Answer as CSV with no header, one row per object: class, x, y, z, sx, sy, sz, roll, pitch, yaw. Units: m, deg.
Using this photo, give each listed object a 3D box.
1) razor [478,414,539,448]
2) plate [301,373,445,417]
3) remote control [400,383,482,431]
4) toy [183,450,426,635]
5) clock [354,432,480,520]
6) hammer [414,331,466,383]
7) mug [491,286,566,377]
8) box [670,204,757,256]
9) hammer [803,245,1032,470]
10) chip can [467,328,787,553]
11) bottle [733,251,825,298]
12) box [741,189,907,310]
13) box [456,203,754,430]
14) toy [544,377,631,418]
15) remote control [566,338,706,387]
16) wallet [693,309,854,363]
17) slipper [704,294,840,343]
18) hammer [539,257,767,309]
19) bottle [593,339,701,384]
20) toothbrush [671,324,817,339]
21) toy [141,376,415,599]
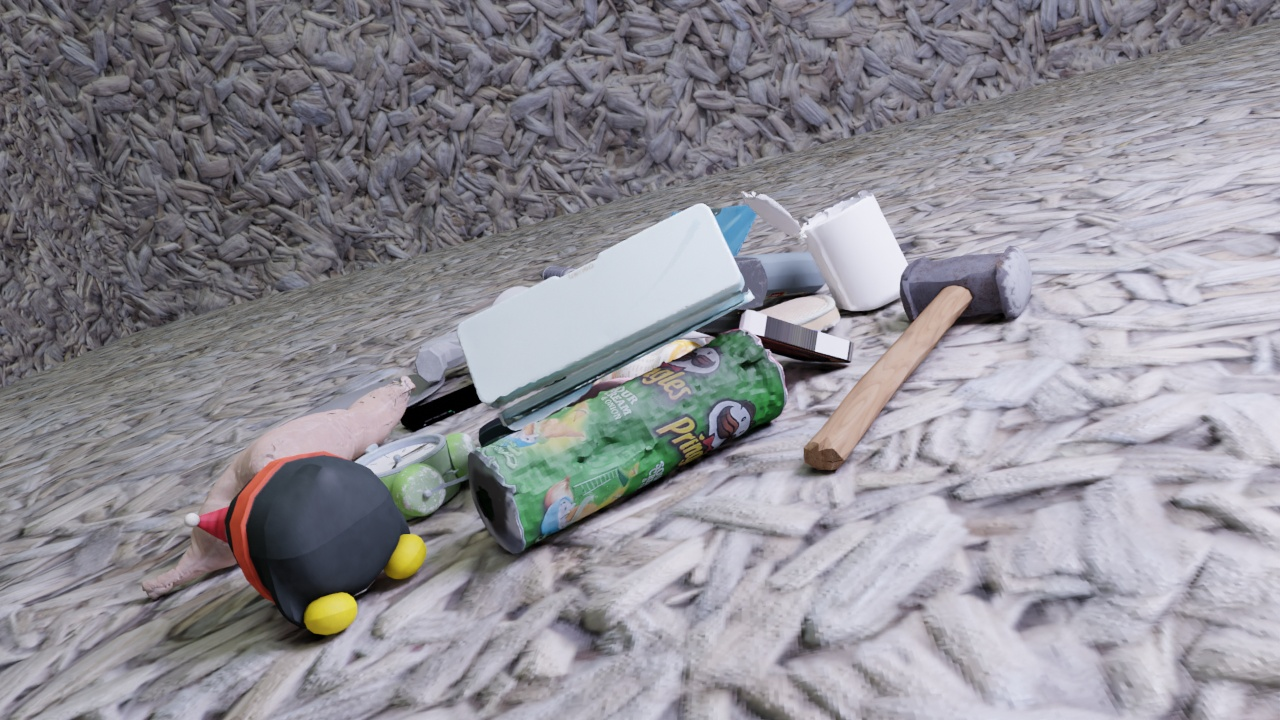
razor,-0.101,0.060,0.733,0.047,0.052,0.143,-26,10,2
plate,-0.307,0.053,1.041,0.178,0.012,0.178,-15,15,4
remote control,-0.176,0.037,0.958,0.149,0.013,0.034,-24,21,-28
toy,-0.211,0.106,0.575,0.119,0.100,0.097,-3,22,37
clock,-0.177,0.090,0.710,0.119,0.042,0.094,-9,17,26
hammer,-0.095,-0.037,1.072,0.328,0.039,0.131,-12,11,5
mug,-0.089,-0.036,0.973,0.111,0.079,0.097,-21,27,-40
box,0.059,-0.140,1.265,0.172,0.066,0.232,-44,24,-17
hammer,0.199,-0.009,0.676,0.098,0.052,0.327,-3,23,40
chip can,-0.007,0.049,0.617,0.222,0.075,0.075,-24,17,-28
bottle,0.116,-0.088,0.963,0.161,0.046,0.072,-8,7,-36
box,0.178,-0.115,0.870,0.118,0.160,0.084,-27,9,1
box,-0.016,-0.019,0.651,0.199,0.085,0.096,-25,-20,10
toy,-0.038,0.047,0.695,0.093,0.050,0.102,-37,14,-4
remote control,-0.005,0.005,0.802,0.139,0.060,0.025,-9,20,27
wallet,0.105,-0.020,0.729,0.123,0.019,0.072,14,-7,-38
slipper,0.056,-0.028,0.874,0.263,0.052,0.115,-15,16,5
hammer,-0.027,-0.079,0.923,0.155,0.043,0.323,-11,13,-32
bottle,0.008,0.017,0.746,0.109,0.063,0.063,-3,20,45
toothbrush,0.082,-0.022,0.774,0.186,0.015,0.016,1,1,-34
toy,-0.289,0.093,0.779,0.196,0.065,0.264,-42,4,4
